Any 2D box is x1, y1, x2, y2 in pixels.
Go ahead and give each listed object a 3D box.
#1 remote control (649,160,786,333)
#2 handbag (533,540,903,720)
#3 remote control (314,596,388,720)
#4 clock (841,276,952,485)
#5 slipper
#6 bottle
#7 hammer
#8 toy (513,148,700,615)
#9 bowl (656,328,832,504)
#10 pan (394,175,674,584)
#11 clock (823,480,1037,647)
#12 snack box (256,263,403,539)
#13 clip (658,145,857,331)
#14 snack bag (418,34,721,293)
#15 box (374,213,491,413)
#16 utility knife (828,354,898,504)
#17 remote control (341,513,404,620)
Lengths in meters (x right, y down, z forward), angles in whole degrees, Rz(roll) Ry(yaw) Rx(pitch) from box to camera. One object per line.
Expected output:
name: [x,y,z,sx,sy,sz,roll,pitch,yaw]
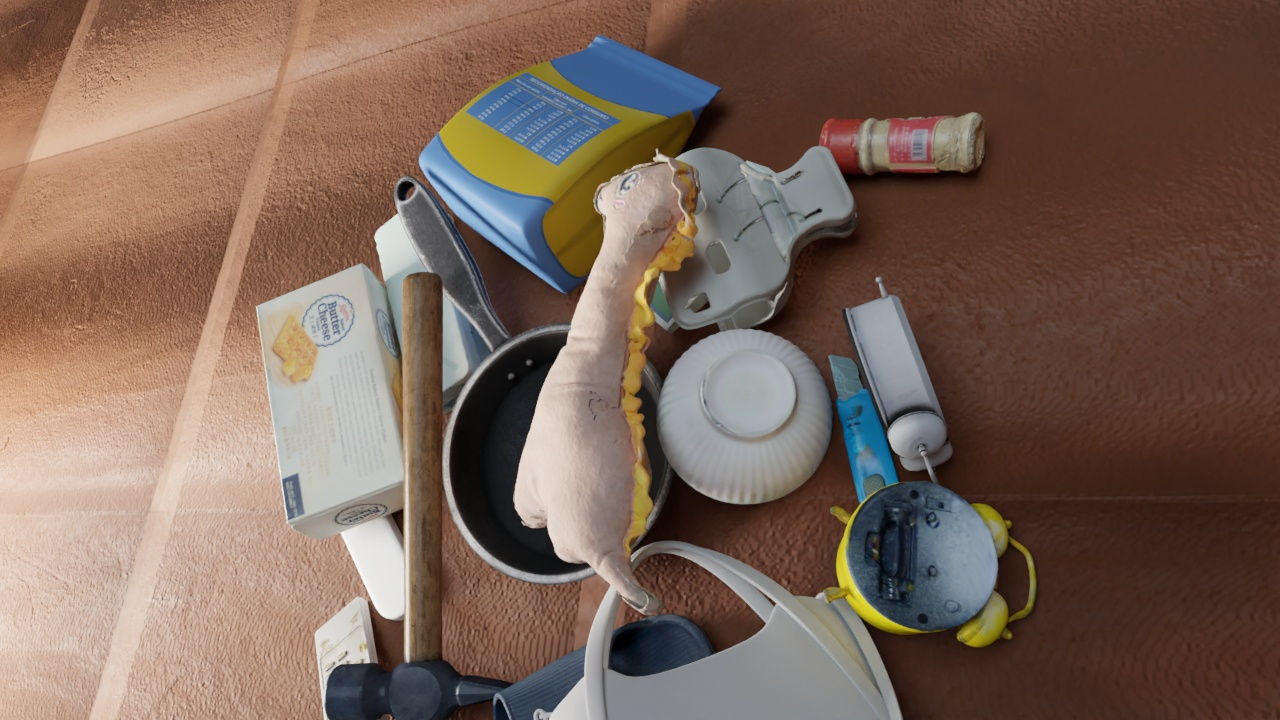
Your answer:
remote control: [0.056,-0.085,0.694,0.143,0.024,0.049,-48,59,1]
handbag: [0.033,0.196,0.514,0.215,0.096,0.222,-18,51,-12]
remote control: [-0.218,0.243,0.688,0.050,0.011,0.135,-40,41,7]
clock: [0.158,0.018,0.554,0.035,0.094,0.122,-21,66,15]
slipper: [-0.066,0.254,0.579,0.264,0.082,0.101,-37,59,10]
bottle: [0.182,-0.151,0.644,0.109,0.044,0.044,5,71,30]
hammer: [-0.155,0.091,0.659,0.129,0.040,0.321,-5,78,10]
toy: [-0.003,0.003,0.581,0.196,0.065,0.264,30,99,45]
bowl: [0.068,0.029,0.590,0.118,0.062,0.118,-1,70,3]
pan: [-0.101,-0.002,0.694,0.187,0.055,0.356,-36,66,11]
clock: [0.166,0.116,0.519,0.119,0.057,0.083,8,66,4]
snack box: [-0.247,0.032,0.763,0.104,0.057,0.207,-21,65,4]
clip: [0.077,-0.090,0.650,0.152,0.097,0.126,-18,72,-7]
snack bag: [-0.054,-0.179,0.757,0.205,0.102,0.159,-47,55,-9]
box: [-0.182,-0.048,0.796,0.083,0.066,0.198,-22,60,-2]
utility knife: [0.146,0.073,0.582,0.031,0.015,0.178,-14,61,10]
remote control: [-0.213,0.152,0.745,0.043,0.013,0.136,-44,55,5]
